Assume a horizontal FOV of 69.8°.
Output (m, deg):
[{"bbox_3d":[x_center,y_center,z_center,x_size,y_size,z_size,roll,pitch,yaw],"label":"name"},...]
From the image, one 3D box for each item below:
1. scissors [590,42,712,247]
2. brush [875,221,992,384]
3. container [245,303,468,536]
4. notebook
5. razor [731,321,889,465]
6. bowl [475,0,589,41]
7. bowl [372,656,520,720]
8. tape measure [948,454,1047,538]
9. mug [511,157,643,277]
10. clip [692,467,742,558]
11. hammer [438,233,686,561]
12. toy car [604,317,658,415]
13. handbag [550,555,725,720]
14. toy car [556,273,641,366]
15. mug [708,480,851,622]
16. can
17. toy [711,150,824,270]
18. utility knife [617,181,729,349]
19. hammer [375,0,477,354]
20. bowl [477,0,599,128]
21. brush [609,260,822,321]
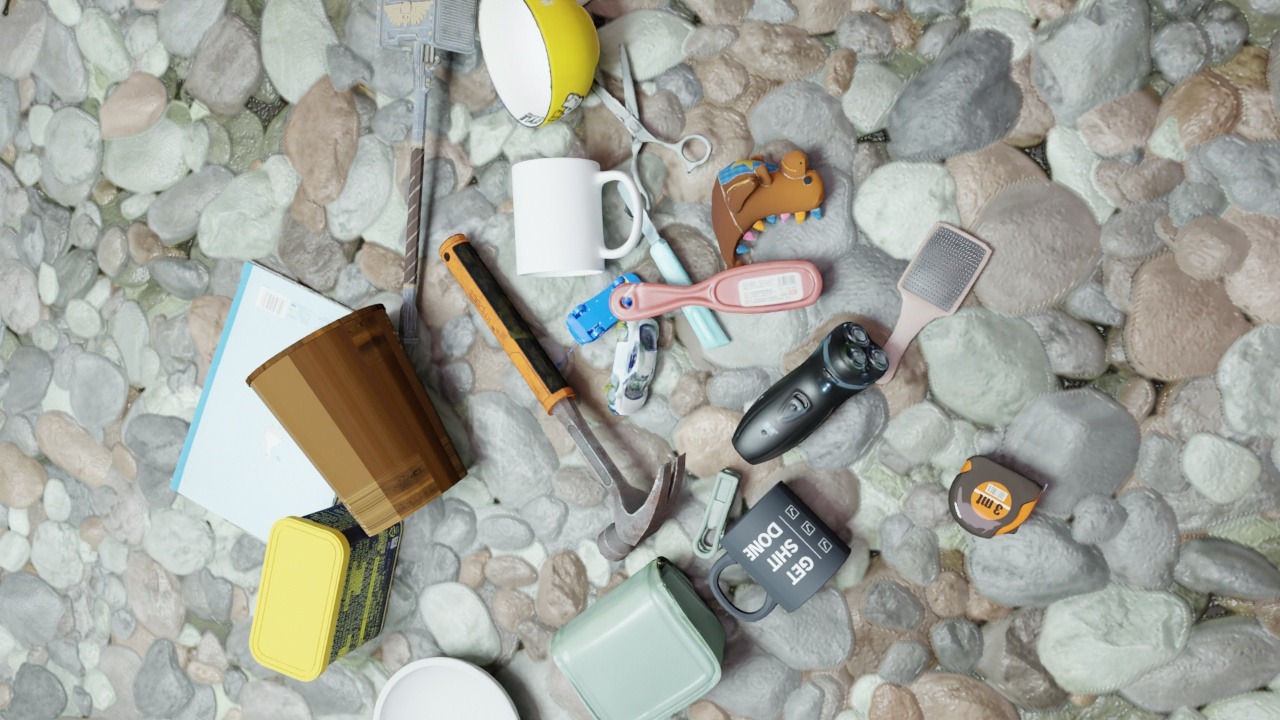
[{"bbox_3d":[-0.009,-0.183,0.782,0.141,0.014,0.158,28,105,20],"label":"scissors"},{"bbox_3d":[0.219,-0.041,0.719,0.050,0.015,0.136,32,101,14],"label":"brush"},{"bbox_3d":[-0.239,0.056,0.803,0.132,0.132,0.167,-31,94,16],"label":"container"},{"bbox_3d":[-0.354,0.052,0.898,0.181,0.009,0.253,26,100,13],"label":"notebook"},{"bbox_3d":[0.130,0.030,0.724,0.141,0.063,0.053,-43,80,13],"label":"razor"},{"bbox_3d":[-0.108,-0.384,0.777,0.188,0.060,0.219,29,100,13],"label":"bowl"},{"bbox_3d":[-0.169,0.339,0.840,0.150,0.043,0.149,1,93,16],"label":"bowl"},{"bbox_3d":[0.267,0.107,0.703,0.058,0.038,0.058,28,86,13],"label":"tape measure"},{"bbox_3d":[-0.051,-0.119,0.766,0.111,0.073,0.090,-2,92,16],"label":"mug"},{"bbox_3d":[0.065,0.128,0.768,0.023,0.042,0.076,19,97,16],"label":"clip"},{"bbox_3d":[-0.075,0.013,0.779,0.314,0.034,0.138,54,139,13],"label":"hammer"},{"bbox_3d":[-0.005,0.005,0.773,0.027,0.038,0.090,14,97,37],"label":"toy car"},{"bbox_3d":[0.002,0.239,0.771,0.122,0.067,0.106,-38,91,15],"label":"handbag"},{"bbox_3d":[-0.037,-0.031,0.799,0.092,0.062,0.033,-36,79,-15],"label":"toy car"},{"bbox_3d":[0.103,0.160,0.731,0.105,0.071,0.077,-46,80,3],"label":"mug"},{"bbox_3d":[-0.281,0.203,0.834,0.075,0.104,0.135,15,97,15],"label":"can"},{"bbox_3d":[0.103,-0.116,0.742,0.090,0.070,0.103,-3,115,4],"label":"toy"},{"bbox_3d":[0.024,-0.081,0.770,0.022,0.015,0.165,-31,89,17],"label":"utility knife"},{"bbox_3d":[-0.200,-0.164,0.818,0.099,0.044,0.322,17,105,42],"label":"hammer"},{"bbox_3d":[-0.077,-0.259,0.758,0.067,0.117,0.117,-26,83,-27],"label":"bowl"},{"bbox_3d":[0.061,-0.055,0.748,0.172,0.030,0.041,-5,92,9],"label":"brush"}]
